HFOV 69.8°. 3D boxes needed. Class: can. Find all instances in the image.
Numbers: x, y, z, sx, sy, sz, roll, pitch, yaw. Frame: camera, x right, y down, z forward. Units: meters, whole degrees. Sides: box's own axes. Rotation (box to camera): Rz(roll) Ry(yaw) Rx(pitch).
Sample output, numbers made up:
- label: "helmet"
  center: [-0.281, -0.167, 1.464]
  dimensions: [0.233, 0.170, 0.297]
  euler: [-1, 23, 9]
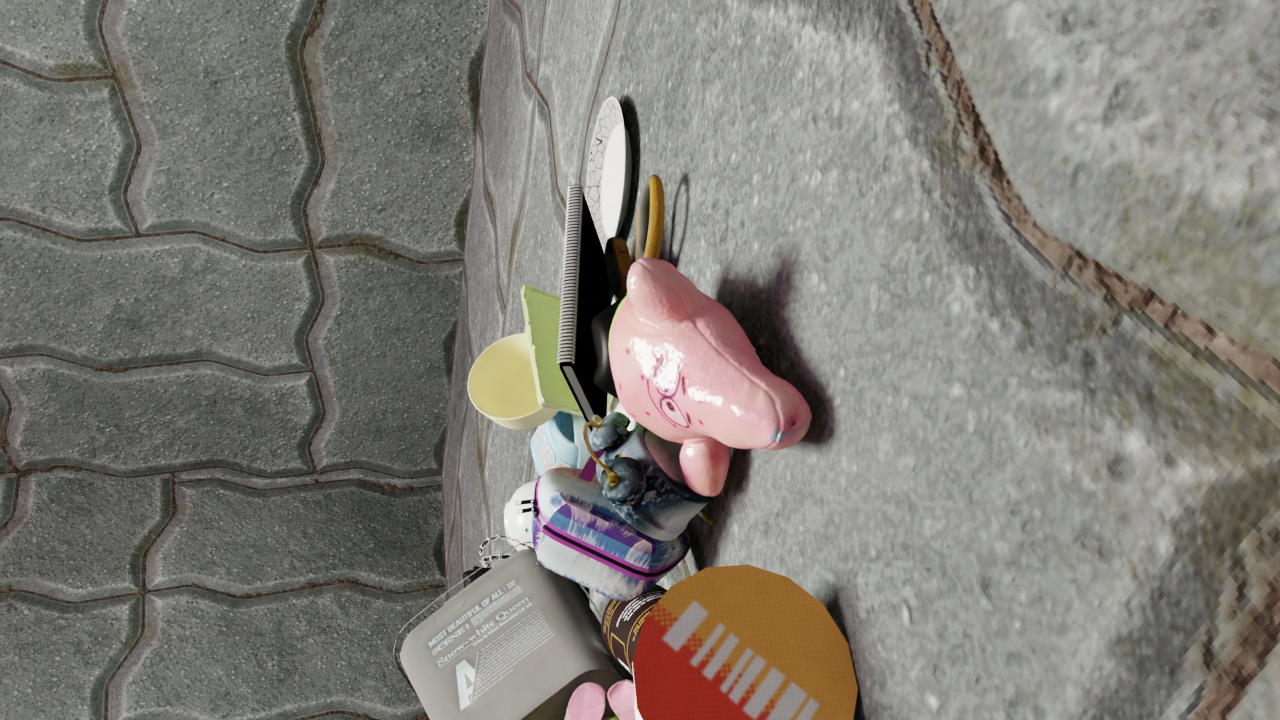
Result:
- label: "can"
  center: [0.016, 0.223, 0.734]
  dimensions: [0.129, 0.072, 0.072]
  euler: [168, 104, -73]

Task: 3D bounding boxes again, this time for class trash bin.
- label: "trash bin"
  center: [-0.095, 0.321, 0.854]
  dimensions: [0.197, 0.197, 0.220]
  euler: [60, 167, -21]

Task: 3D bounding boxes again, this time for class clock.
- label: "clock"
  center: [0.002, 0.088, 0.718]
  dimensions: [0.052, 0.129, 0.090]
  euler: [-47, 34, 21]

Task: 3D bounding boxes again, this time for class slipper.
- label: "slipper"
  center: [-0.101, 0.128, 1.153]
  dimensions: [0.104, 0.074, 0.246]
  euler: [-110, 26, -51]

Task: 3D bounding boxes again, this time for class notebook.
- label: "notebook"
  center: [-0.052, -0.047, 0.903]
  dimensions: [0.149, 0.016, 0.206]
  euler: [71, -163, -58]

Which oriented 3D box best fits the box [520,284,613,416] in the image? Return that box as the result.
- label: "box"
  center: [-0.069, -0.031, 1.029]
  dimensions: [0.083, 0.091, 0.187]
  euler: [-47, 41, 31]

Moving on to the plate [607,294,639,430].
- label: "plate"
  center: [-0.006, 0.006, 0.940]
  dimensions: [0.209, 0.015, 0.208]
  euler: [-178, 91, -74]

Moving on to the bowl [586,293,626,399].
- label: "bowl"
  center: [-0.017, -0.009, 0.817]
  dimensions: [0.124, 0.052, 0.124]
  euler: [177, 90, -71]

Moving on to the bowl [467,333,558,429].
- label: "bowl"
  center: [-0.135, 0.037, 1.082]
  dimensions: [0.074, 0.118, 0.117]
  euler: [69, -170, -54]

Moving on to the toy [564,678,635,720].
- label: "toy"
  center: [-0.005, 0.365, 0.694]
  dimensions: [0.087, 0.190, 0.238]
  euler: [25, -129, -67]

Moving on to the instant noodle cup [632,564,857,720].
- label: "instant noodle cup"
  center: [0.050, 0.203, 0.554]
  dimensions: [0.121, 0.123, 0.123]
  euler: [104, 162, -58]

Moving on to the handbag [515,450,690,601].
- label: "handbag"
  center: [-0.020, 0.119, 0.795]
  dimensions: [0.169, 0.144, 0.068]
  euler: [-61, -5, -63]

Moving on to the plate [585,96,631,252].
- label: "plate"
  center: [-0.035, -0.209, 1.069]
  dimensions: [0.189, 0.016, 0.188]
  euler: [-178, 91, -74]

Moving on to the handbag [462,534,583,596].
- label: "handbag"
  center: [-0.152, 0.282, 1.173]
  dimensions: [0.125, 0.153, 0.114]
  euler: [130, 136, -72]

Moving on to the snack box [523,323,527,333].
- label: "snack box"
  center: [-0.103, -0.006, 1.151]
  dimensions: [0.040, 0.088, 0.126]
  euler: [-103, 22, -43]

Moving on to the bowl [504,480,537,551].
- label: "bowl"
  center: [-0.153, 0.225, 1.282]
  dimensions: [0.113, 0.063, 0.113]
  euler: [-4, -93, -87]

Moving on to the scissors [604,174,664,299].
- label: "scissors"
  center: [-0.006, -0.069, 0.890]
  dimensions: [0.225, 0.016, 0.225]
  euler: [-136, 48, -67]

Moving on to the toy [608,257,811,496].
- label: "toy"
  center: [0.040, 0.012, 0.647]
  dimensions: [0.237, 0.096, 0.192]
  euler: [35, 145, 61]
